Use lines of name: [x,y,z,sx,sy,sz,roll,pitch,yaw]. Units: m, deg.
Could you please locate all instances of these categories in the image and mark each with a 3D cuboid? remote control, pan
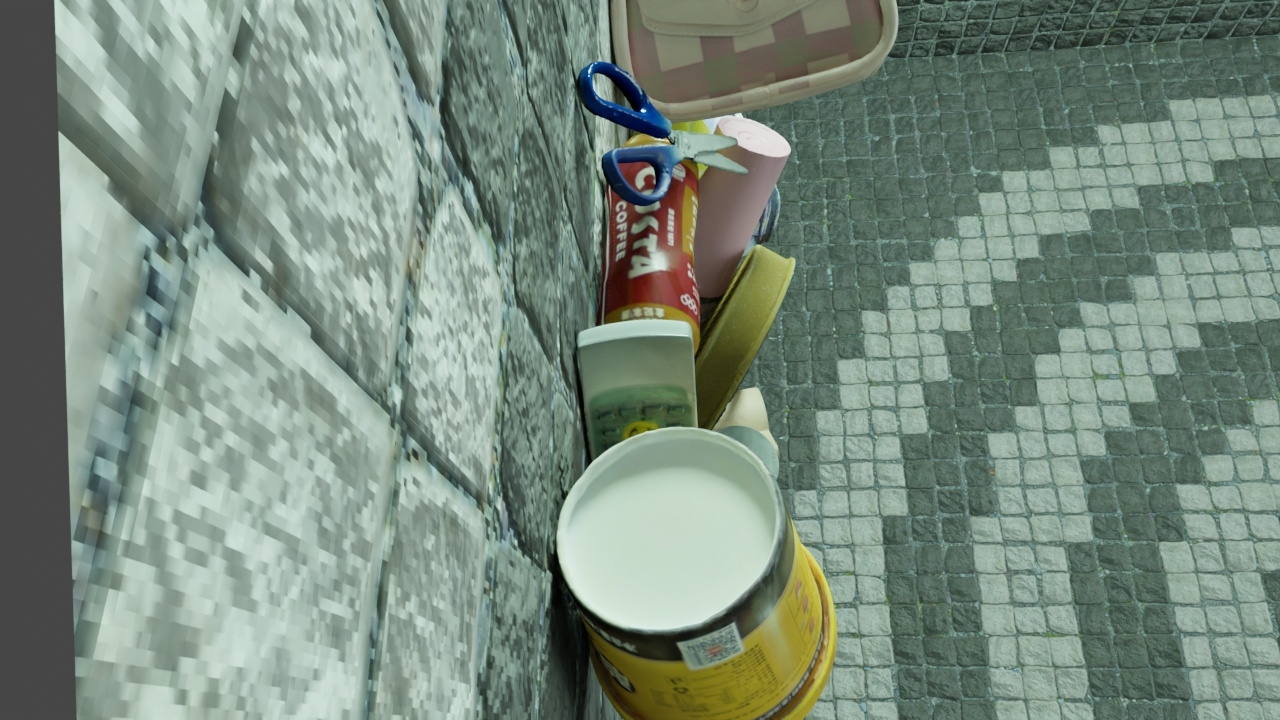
remote control: [0.002,0.042,0.465,0.019,0.056,0.135,-94,180,-58]
pan: [0.091,-0.003,0.915,0.197,0.078,0.357,-61,180,-2]

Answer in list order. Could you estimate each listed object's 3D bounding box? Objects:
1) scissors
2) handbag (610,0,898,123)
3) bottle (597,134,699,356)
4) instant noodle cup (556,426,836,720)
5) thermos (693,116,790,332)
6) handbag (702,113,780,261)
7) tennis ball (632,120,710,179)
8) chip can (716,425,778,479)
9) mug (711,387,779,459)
scissors: [0.017,-0.133,0.524,0.133,0.012,0.172,57,35,-21]
handbag: [0.064,-0.290,0.624,0.093,0.193,0.234,-95,173,-68]
bottle: [0.005,-0.049,0.524,0.057,0.057,0.174,79,10,-57]
instant noodle cup: [0.023,0.098,0.404,0.114,0.118,0.118,70,18,-50]
thermos: [0.070,-0.113,0.815,0.087,0.067,0.199,-22,144,-42]
handbag: [0.074,-0.208,0.914,0.134,0.075,0.193,86,-16,-73]
tennis ball: [0.025,-0.171,0.737,0.065,0.065,0.065,0,88,-84]
chip can: [0.082,0.132,0.905,0.215,0.071,0.071,96,-5,-67]
mug: [0.092,0.087,1.048,0.124,0.103,0.084,-107,-169,-65]
